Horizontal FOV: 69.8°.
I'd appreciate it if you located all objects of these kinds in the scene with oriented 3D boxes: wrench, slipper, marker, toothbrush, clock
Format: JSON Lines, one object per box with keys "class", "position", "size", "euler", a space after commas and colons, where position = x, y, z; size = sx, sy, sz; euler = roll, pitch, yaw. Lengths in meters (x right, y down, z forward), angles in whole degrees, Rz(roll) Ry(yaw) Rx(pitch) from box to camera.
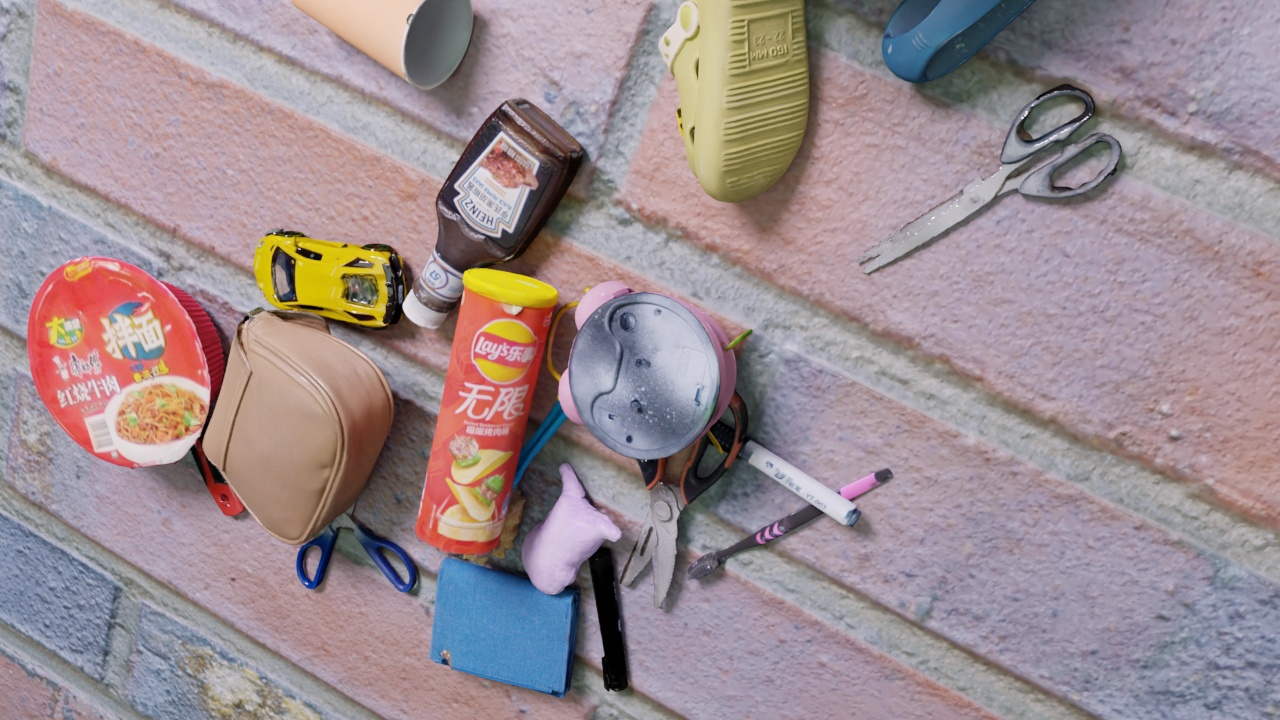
{"class": "wrench", "position": [-0.447, 0.027, 0.879], "size": [0.056, 0.016, 0.273], "euler": [-21, 99, 25]}
{"class": "slipper", "position": [0.059, -0.203, 0.603], "size": [0.082, 0.091, 0.191], "euler": [31, 130, 49]}
{"class": "marker", "position": [-0.028, 0.224, 0.791], "size": [0.022, 0.020, 0.132], "euler": [-13, 107, -22]}
{"class": "toothbrush", "position": [0.111, 0.130, 0.715], "size": [0.190, 0.017, 0.014], "euler": [-33, 93, 24]}
{"class": "clock", "position": [-0.004, 0.004, 0.667], "size": [0.159, 0.059, 0.117], "euler": [17, 102, 24]}
{"class": "marker", "position": [0.107, 0.086, 0.696], "size": [0.131, 0.018, 0.023], "euler": [33, 123, 13]}

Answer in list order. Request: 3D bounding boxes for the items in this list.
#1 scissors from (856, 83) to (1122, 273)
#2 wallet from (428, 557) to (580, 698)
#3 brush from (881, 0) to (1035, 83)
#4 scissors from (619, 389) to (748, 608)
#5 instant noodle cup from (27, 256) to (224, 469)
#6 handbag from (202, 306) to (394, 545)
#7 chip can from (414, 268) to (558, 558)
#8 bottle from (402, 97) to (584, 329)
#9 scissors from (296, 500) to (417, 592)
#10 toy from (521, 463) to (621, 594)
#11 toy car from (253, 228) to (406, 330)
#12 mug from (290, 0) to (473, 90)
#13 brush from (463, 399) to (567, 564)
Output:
{"class": "scissors", "position": [0.218, -0.117, 0.605], "size": [0.175, 0.014, 0.137], "euler": [5, 109, 21]}
{"class": "wallet", "position": [-0.121, 0.239, 0.819], "size": [0.133, 0.040, 0.106], "euler": [9, 101, 17]}
{"class": "brush", "position": [0.205, -0.223, 0.540], "size": [0.144, 0.073, 0.055], "euler": [-41, 95, 25]}
{"class": "scissors", "position": [0.018, 0.096, 0.729], "size": [0.196, 0.015, 0.215], "euler": [-27, 90, 36]}
{"class": "instant noodle cup", "position": [-0.451, -0.002, 0.828], "size": [0.194, 0.065, 0.194], "euler": [4, 104, 14]}
{"class": "handbag", "position": [-0.289, 0.055, 0.781], "size": [0.148, 0.099, 0.205], "euler": [40, 127, 6]}
{"class": "chip can", "position": [-0.119, 0.041, 0.703], "size": [0.073, 0.073, 0.217], "euler": [18, 107, 13]}
{"class": "bottle", "position": [-0.124, -0.105, 0.710], "size": [0.080, 0.043, 0.195], "euler": [40, 116, 1]}
{"class": "scissors", "position": [-0.274, 0.159, 0.862], "size": [0.162, 0.012, 0.173], "euler": [31, 112, 11]}
{"class": "toy", "position": [-0.067, 0.149, 0.769], "size": [0.084, 0.038, 0.108], "euler": [52, 123, 28]}
{"class": "toy car", "position": [-0.265, -0.068, 0.772], "size": [0.156, 0.041, 0.071], "euler": [12, 110, 17]}
{"class": "mug", "position": [-0.194, -0.261, 0.671], "size": [0.123, 0.078, 0.078], "euler": [31, 114, 13]}
{"class": "brush", "position": [-0.093, 0.074, 0.761], "size": [0.083, 0.045, 0.255], "euler": [42, 111, 8]}
